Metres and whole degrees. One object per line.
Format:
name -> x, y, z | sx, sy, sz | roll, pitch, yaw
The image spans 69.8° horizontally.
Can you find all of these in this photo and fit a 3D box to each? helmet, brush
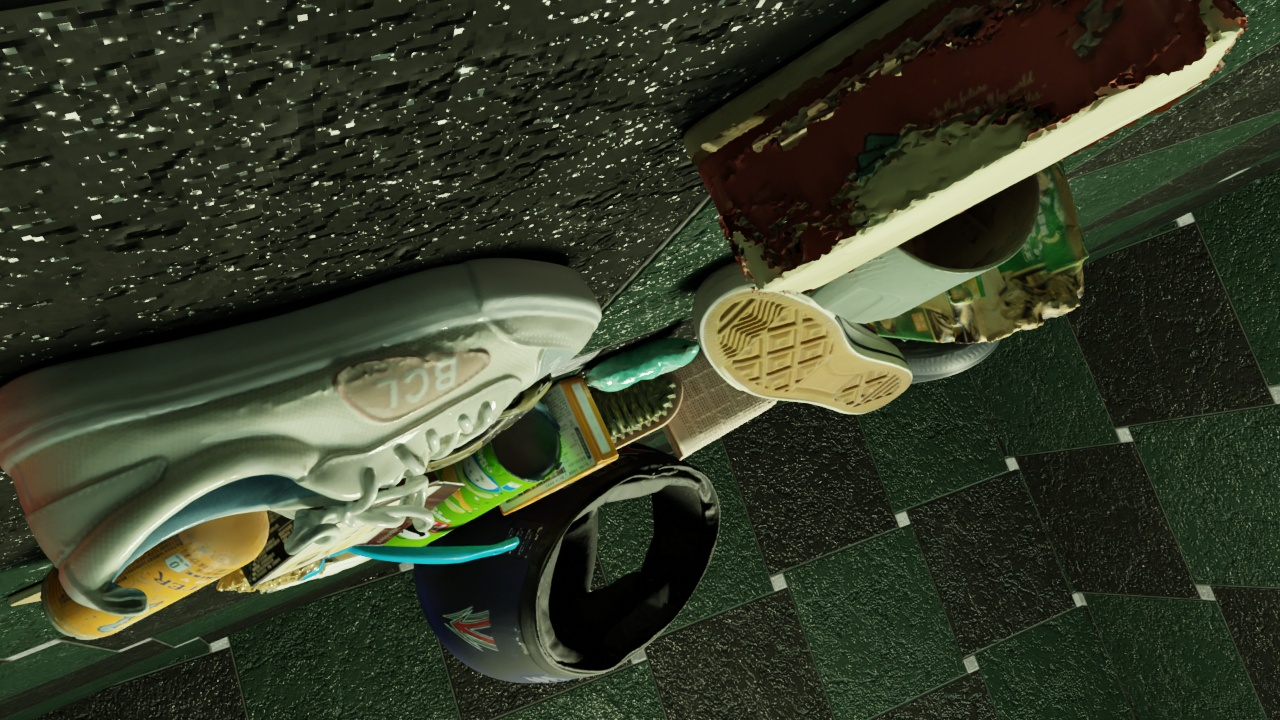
helmet -> -0.095, 0.200, 1.000 | 0.241, 0.247, 0.314 | 8, -157, 43
brush -> -0.230, 0.166, 0.776 | 0.254, 0.045, 0.083 | 0, 157, -16
brush -> -0.028, 0.051, 0.840 | 0.145, 0.063, 0.073 | -25, 168, -1

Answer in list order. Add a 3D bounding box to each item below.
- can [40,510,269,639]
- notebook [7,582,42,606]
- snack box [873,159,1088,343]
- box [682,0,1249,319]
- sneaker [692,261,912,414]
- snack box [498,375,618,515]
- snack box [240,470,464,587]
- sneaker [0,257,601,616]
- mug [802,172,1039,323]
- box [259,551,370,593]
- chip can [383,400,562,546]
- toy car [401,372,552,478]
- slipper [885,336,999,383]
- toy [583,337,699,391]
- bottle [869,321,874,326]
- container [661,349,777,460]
can -> -0.288, 0.117, 0.543 | 0.146, 0.058, 0.058 | -28, 171, 25
notebook -> -0.332, 0.132, 0.694 | 0.207, 0.008, 0.148 | -24, 172, 1
snack box -> 0.202, -0.071, 0.599 | 0.118, 0.117, 0.106 | -17, -178, -24
box -> 0.110, -0.081, 0.323 | 0.169, 0.080, 0.091 | -28, 172, 25
sneaker -> 0.112, -0.028, 0.663 | 0.118, 0.087, 0.240 | -41, 143, 25
snack box -> -0.085, 0.075, 0.782 | 0.026, 0.075, 0.154 | -17, 169, -44
snack box -> -0.215, 0.111, 0.676 | 0.113, 0.053, 0.125 | -36, 171, 28
sneaker -> -0.105, 0.025, 0.364 | 0.241, 0.090, 0.090 | -18, 171, -37
mug -> 0.140, -0.082, 0.452 | 0.123, 0.083, 0.103 | -47, 179, -15
box -> -0.295, 0.174, 0.898 | 0.090, 0.059, 0.184 | -24, 174, 10
chip can -> -0.157, 0.104, 0.789 | 0.072, 0.072, 0.237 | -16, 168, -45
toy car -> -0.128, 0.046, 0.610 | 0.158, 0.042, 0.070 | -24, 173, -18
slipper -> 0.228, -0.004, 0.856 | 0.110, 0.083, 0.268 | -34, -163, -18
toy -> -0.004, 0.004, 0.733 | 0.091, 0.030, 0.096 | -17, 178, -13
bottle -> 0.172, -0.041, 0.807 | 0.108, 0.063, 0.063 | -25, 172, 12
container -> 0.069, 0.034, 0.919 | 0.111, 0.090, 0.090 | -26, 172, -4
